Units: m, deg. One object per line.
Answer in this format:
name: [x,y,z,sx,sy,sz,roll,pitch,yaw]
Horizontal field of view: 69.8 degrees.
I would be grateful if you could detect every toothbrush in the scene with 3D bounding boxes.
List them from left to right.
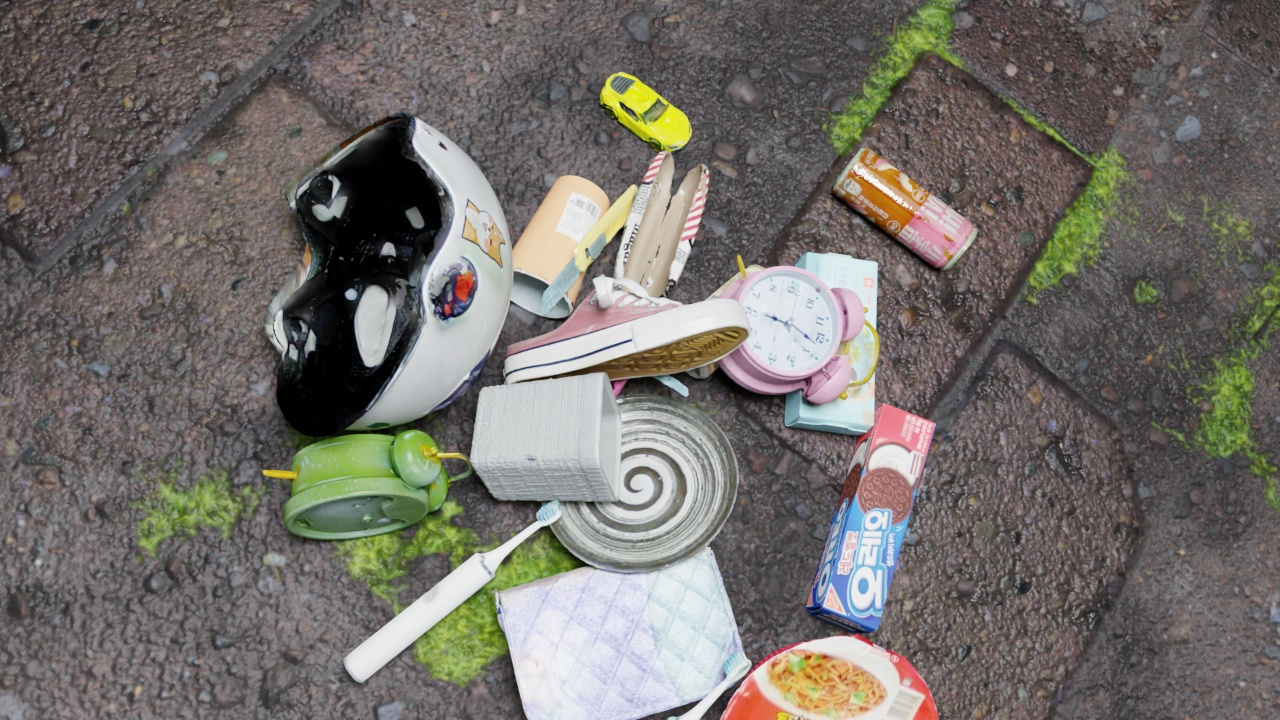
toothbrush: [-0.155,0.193,0.783,0.221,0.026,0.027,-38,50,-8]
toothbrush: [0.012,0.319,0.742,0.225,0.027,0.026,-48,131,10]

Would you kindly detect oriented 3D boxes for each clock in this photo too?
clock: [-0.221,0.103,0.770,0.161,0.116,0.056,-9,66,-9]
clock: [0.143,-0.024,0.835,0.158,0.060,0.117,20,75,-9]

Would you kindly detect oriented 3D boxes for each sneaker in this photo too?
sneaker: [-0.020,-0.031,0.806,0.242,0.118,0.087,-13,72,29]

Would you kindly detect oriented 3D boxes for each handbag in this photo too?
handbag: [-0.018,0.238,0.786,0.193,0.076,0.134,-12,72,-14]

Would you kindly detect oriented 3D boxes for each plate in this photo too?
plate: [-0.002,0.110,0.828,0.179,0.024,0.179,-3,57,5]

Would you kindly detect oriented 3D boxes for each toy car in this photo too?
toy car: [0.007,-0.258,0.950,0.105,0.032,0.048,38,72,1]

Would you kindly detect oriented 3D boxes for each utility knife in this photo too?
utility knife: [-0.043,-0.109,0.857,0.022,0.031,0.219,4,38,33]

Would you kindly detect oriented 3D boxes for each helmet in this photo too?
helmet: [-0.198,-0.063,0.787,0.156,0.231,0.273,15,69,-48]

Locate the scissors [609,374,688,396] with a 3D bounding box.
scissors: [-0.006,0.006,0.855,0.133,0.017,0.130,36,86,37]

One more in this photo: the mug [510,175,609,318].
mug: [-0.078,-0.112,0.875,0.078,0.078,0.122,24,68,-2]

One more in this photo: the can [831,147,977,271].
can: [0.272,-0.157,0.952,0.147,0.058,0.057,37,72,2]

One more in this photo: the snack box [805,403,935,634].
snack box: [0.217,0.147,0.859,0.058,0.057,0.207,22,73,0]

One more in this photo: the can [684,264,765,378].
can: [0.083,-0.038,0.887,0.116,0.059,0.058,-39,84,-17]

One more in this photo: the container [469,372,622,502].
container: [-0.080,0.070,0.797,0.114,0.090,0.090,-4,56,9]

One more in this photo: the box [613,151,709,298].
box: [0.008,-0.129,0.897,0.083,0.075,0.163,22,74,-17]

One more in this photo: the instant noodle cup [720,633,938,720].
instant noodle cup: [0.149,0.310,0.773,0.194,0.066,0.194,-1,101,-7]

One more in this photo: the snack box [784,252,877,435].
snack box: [0.188,-0.016,0.902,0.074,0.052,0.174,7,74,-6]
